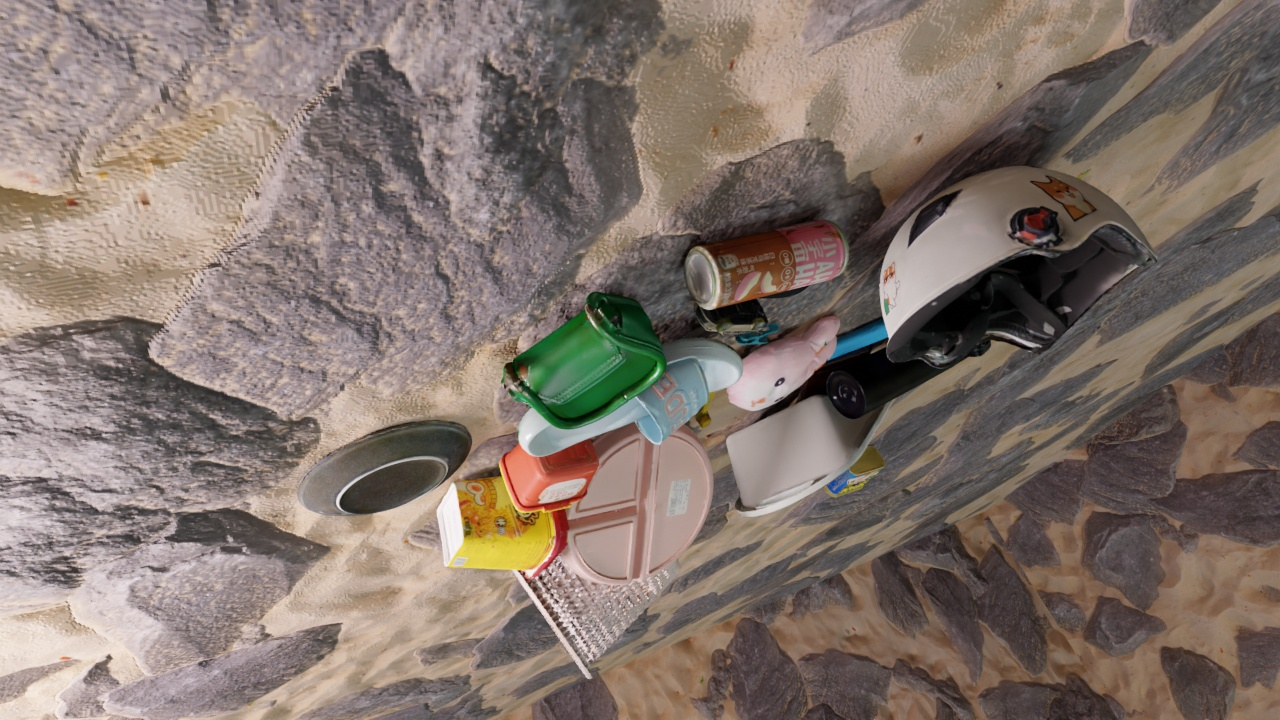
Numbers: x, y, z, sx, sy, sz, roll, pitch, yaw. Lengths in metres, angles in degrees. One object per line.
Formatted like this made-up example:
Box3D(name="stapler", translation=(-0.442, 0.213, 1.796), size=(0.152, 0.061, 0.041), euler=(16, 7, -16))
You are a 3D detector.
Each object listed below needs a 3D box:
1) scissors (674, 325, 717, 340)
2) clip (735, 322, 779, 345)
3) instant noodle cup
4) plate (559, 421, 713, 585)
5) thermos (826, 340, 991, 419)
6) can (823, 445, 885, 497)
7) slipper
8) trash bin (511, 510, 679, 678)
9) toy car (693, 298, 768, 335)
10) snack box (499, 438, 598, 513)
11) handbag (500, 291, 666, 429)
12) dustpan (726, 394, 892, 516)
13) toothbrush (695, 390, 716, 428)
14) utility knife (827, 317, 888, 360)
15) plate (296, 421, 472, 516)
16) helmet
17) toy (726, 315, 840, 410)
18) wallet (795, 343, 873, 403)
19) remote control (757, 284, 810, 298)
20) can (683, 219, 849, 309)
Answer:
Box3D(name="scissors", translation=(-0.004, 0.011, 0.970), size=(0.202, 0.015, 0.205), euler=(-8, 150, -36))
Box3D(name="clip", translation=(0.130, -0.028, 1.028), size=(0.055, 0.013, 0.038), euler=(-10, 152, -37))
Box3D(name="instant noodle cup", translation=(-0.163, 0.188, 1.064), size=(0.123, 0.116, 0.116), euler=(3, 144, -29))
Box3D(name="plate", translation=(-0.001, 0.180, 1.139), size=(0.229, 0.028, 0.230), euler=(-13, 115, -29))
Box3D(name="thermos", translation=(0.367, 0.004, 1.227), size=(0.242, 0.068, 0.090), euler=(-23, -162, -27))
Box3D(name="can", translation=(0.407, 0.212, 1.763), size=(0.101, 0.057, 0.083), euler=(-11, 150, -34))
Box3D(name="slipper", translation=(-0.004, 0.047, 0.931), size=(0.245, 0.074, 0.104), euler=(-21, 154, -9))
Box3D(name="trash bin", translation=(-0.062, 0.288, 1.269), size=(0.192, 0.227, 0.228), euler=(-35, 159, -14))
Box3D(name="toy car", translation=(0.088, -0.045, 0.911), size=(0.090, 0.042, 0.035), euler=(-1, 148, -45))
Box3D(name="snack box", translation=(-0.096, 0.117, 1.005), size=(0.091, 0.082, 0.080), euler=(-7, 152, -34))
Box3D(name="handbag", translation=(-0.051, 0.001, 0.831), size=(0.131, 0.068, 0.120), euler=(-35, 154, 19))
Box3D(name="dustpan", translation=(0.240, 0.146, 1.316), size=(0.223, 0.142, 0.257), euler=(-29, 155, 31))
Box3D(name="toothbrush", translation=(0.090, 0.038, 1.118), size=(0.015, 0.016, 0.190), euler=(-20, 156, -17))
Box3D(name="utility knife", translation=(0.240, -0.013, 1.167), size=(0.216, 0.018, 0.034), euler=(-22, 145, -11))
Box3D(name="plate", translation=(-0.251, 0.118, 0.922), size=(0.179, 0.024, 0.180), euler=(-22, 157, -10))
Box3D(name="helmet", translation=(0.353, -0.106, 0.920), size=(0.273, 0.156, 0.231), euler=(-8, 154, -14))
Box3D(name="toy", translation=(0.173, 0.005, 1.097), size=(0.159, 0.054, 0.121), euler=(-32, 155, -5))
Box3D(name="wallet", translation=(0.265, 0.022, 1.268), size=(0.096, 0.020, 0.122), euler=(-22, 154, -10))
Box3D(name="remote control", translation=(0.136, -0.080, 0.912), size=(0.136, 0.024, 0.053), euler=(-4, 149, -41))
Box3D(name="can", translation=(0.114, -0.088, 0.830), size=(0.147, 0.058, 0.058), euler=(-15, 154, -25))
